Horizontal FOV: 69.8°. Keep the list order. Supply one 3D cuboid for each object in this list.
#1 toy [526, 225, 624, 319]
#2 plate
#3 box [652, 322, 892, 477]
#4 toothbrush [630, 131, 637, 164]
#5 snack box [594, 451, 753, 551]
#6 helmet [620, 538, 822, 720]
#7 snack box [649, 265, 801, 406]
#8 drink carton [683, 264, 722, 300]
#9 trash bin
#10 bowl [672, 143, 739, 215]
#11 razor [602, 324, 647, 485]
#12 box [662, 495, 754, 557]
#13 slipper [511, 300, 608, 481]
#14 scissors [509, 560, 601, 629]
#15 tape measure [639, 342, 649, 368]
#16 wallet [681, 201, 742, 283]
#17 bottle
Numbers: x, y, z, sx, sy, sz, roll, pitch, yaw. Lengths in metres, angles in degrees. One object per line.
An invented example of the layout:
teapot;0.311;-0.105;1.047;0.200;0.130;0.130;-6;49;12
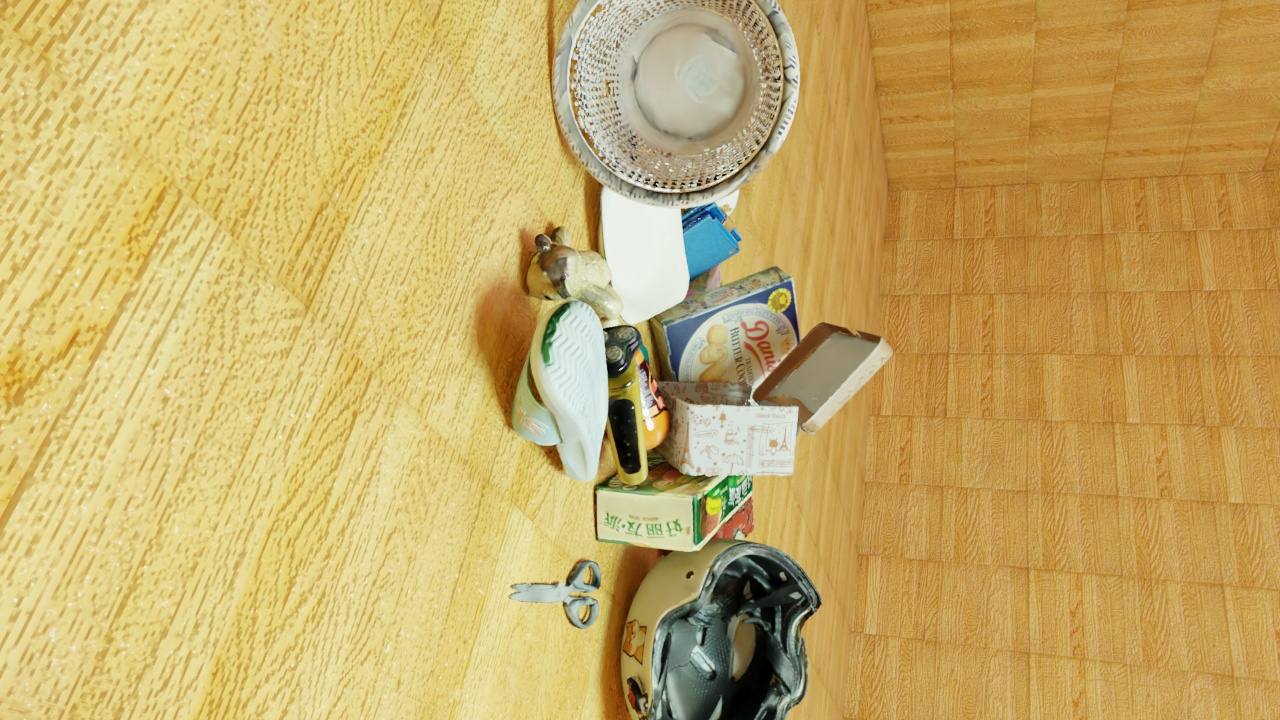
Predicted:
toy;-0.058;-0.073;0.854;0.105;0.066;0.157;61;12;14
plate;-0.003;-0.129;0.992;0.163;0.034;0.164;-29;117;-54
box;0.141;0.048;1.043;0.179;0.273;0.126;-149;-143;-75
toothbrush;-0.005;-0.237;1.037;0.014;0.016;0.189;-15;104;-76
snack box;0.046;0.148;1.045;0.239;0.115;0.063;-20;110;-68
helmet;0.068;0.323;1.034;0.229;0.157;0.274;7;96;-34
snack box;0.115;-0.006;1.155;0.046;0.182;0.178;-130;-158;-55
drink carton;0.072;-0.076;1.200;0.122;0.045;0.054;-65;153;-46
trash bin;0.042;-0.278;0.919;0.191;0.228;0.228;-65;151;-71
bowl;0.068;-0.226;1.135;0.062;0.113;0.113;-15;110;-25
razor;-0.019;0.048;0.914;0.067;0.062;0.168;-100;-179;-67
box;0.093;0.218;1.204;0.168;0.091;0.079;-16;102;-68
slipper;-0.071;0.031;0.803;0.246;0.074;0.103;86;12;-61
scissors;-0.078;0.212;0.873;0.135;0.014;0.175;-67;147;-43
tape measure;-0.006;0.006;1.029;0.054;0.025;0.058;-17;107;-67
wallet;0.066;-0.142;1.121;0.040;0.106;0.133;60;13;19
bottle;-0.015;0.021;0.965;0.066;0.067;0.149;-54;133;-56
